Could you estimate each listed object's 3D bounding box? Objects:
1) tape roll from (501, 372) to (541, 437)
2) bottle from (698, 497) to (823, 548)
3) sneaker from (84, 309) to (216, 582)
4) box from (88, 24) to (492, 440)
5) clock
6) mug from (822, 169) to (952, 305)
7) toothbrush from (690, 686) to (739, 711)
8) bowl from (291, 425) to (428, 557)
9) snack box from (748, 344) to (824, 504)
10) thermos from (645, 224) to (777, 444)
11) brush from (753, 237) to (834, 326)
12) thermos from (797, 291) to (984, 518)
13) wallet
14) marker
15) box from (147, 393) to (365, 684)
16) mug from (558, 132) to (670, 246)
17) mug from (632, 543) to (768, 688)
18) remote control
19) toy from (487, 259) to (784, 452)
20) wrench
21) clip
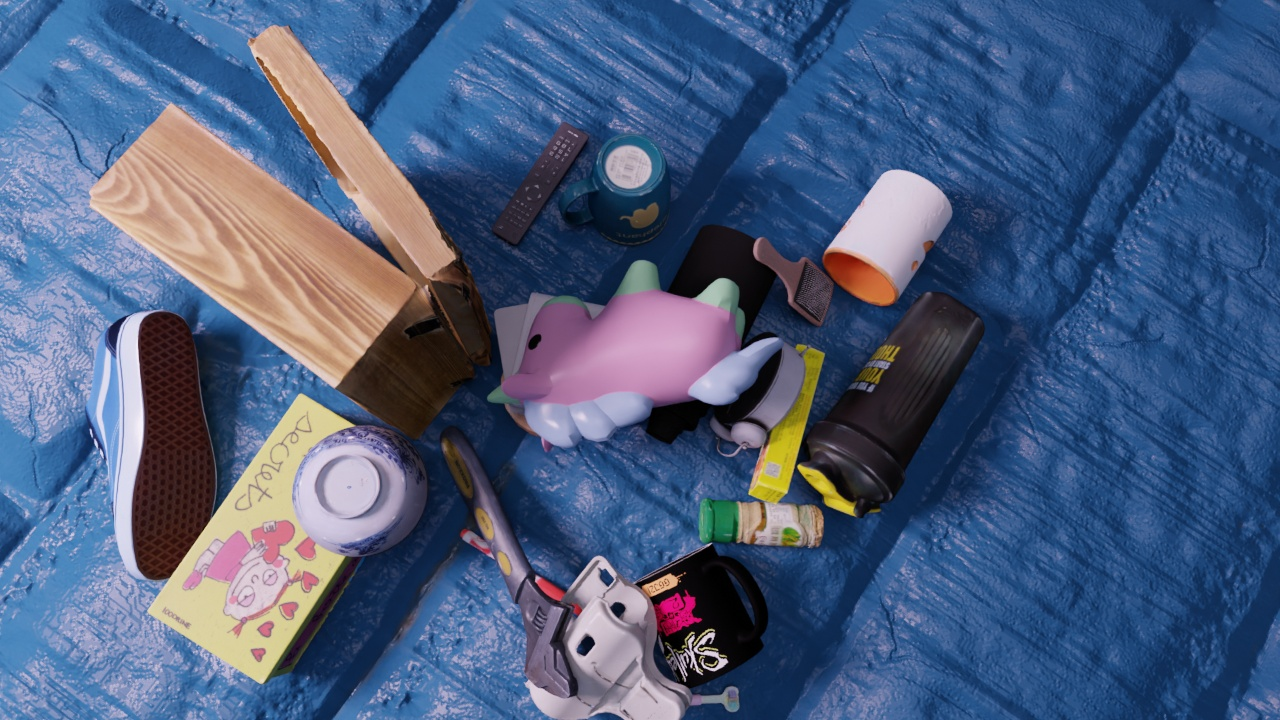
[{"bbox_3d":[-0.084,0.026,0.871,0.094,0.027,0.094,0,78,-2],"label":"tape roll"},{"bbox_3d":[0.110,0.151,0.845,0.111,0.043,0.043,3,77,-2],"label":"bottle"},{"bbox_3d":[-0.453,0.078,0.836,0.098,0.083,0.241,-9,83,30],"label":"sneaker"},{"bbox_3d":[-0.236,-0.079,0.761,0.251,0.279,0.192,38,78,6],"label":"box"},{"bbox_3d":[0.105,0.033,0.844,0.035,0.094,0.122,29,84,-20],"label":"clock"},{"bbox_3d":[0.239,-0.118,0.886,0.082,0.082,0.105,36,78,6],"label":"mug"},{"bbox_3d":[0.011,0.305,0.820,0.155,0.015,0.022,-1,76,-2],"label":"toothbrush"},{"bbox_3d":[-0.238,0.106,0.764,0.114,0.045,0.114,1,77,-3],"label":"bowl"},{"bbox_3d":[0.136,0.058,0.850,0.029,0.040,0.147,19,64,2],"label":"snack box"},{"bbox_3d":[0.050,-0.020,0.856,0.086,0.086,0.198,27,78,4],"label":"thermos"},{"bbox_3d":[0.147,-0.078,0.860,0.015,0.135,0.049,8,74,43],"label":"brush"},{"bbox_3d":[0.234,0.041,0.852,0.098,0.098,0.220,36,73,6],"label":"thermos"},{"bbox_3d":[-0.084,-0.002,0.843,0.115,0.037,0.118,11,74,0],"label":"wallet"},{"bbox_3d":[-0.105,0.195,0.841,0.142,0.013,0.012,32,78,5],"label":"marker"},{"bbox_3d":[-0.305,0.153,0.810,0.124,0.079,0.220,32,80,5],"label":"box"},{"bbox_3d":[-0.024,-0.161,0.875,0.112,0.104,0.084,-20,79,-7],"label":"mug"},{"bbox_3d":[0.060,0.215,0.793,0.081,0.118,0.098,-16,75,-46],"label":"mug"},{"bbox_3d":[-0.100,-0.177,0.921,0.032,0.015,0.136,31,81,5],"label":"remote control"},{"bbox_3d":[-0.004,0.004,0.758,0.222,0.120,0.170,14,64,22],"label":"toy"},{"bbox_3d":[-0.117,0.167,0.800,0.074,0.022,0.273,-51,57,28],"label":"wrench"},{"bbox_3d":[-0.032,0.259,0.766,0.152,0.101,0.127,49,120,27],"label":"clip"}]
